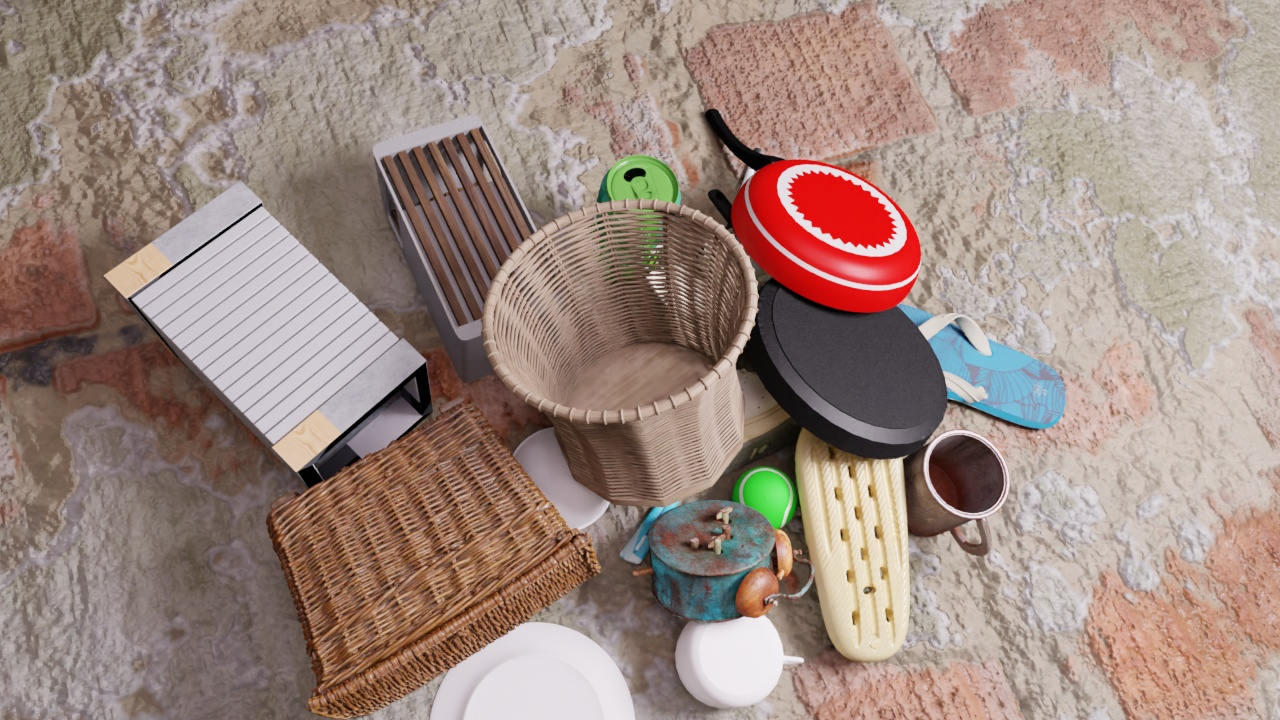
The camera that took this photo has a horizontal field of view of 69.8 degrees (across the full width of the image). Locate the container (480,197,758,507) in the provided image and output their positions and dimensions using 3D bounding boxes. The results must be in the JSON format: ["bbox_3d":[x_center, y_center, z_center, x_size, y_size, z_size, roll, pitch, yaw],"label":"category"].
[{"bbox_3d":[-0.004,0.004,0.821,0.227,0.196,0.226,-5,55,7],"label":"container"}]

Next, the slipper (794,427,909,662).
[{"bbox_3d":[0.206,0.166,0.922,0.111,0.079,0.261,-2,81,-15],"label":"slipper"}]

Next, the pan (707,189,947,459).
[{"bbox_3d":[0.175,-0.056,0.942,0.224,0.034,0.356,-16,63,-37],"label":"pan"}]

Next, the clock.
[{"bbox_3d":[0.082,0.184,0.853,0.158,0.073,0.121,7,25,24],"label":"clock"}]

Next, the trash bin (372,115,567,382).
[{"bbox_3d":[-0.176,-0.114,0.945,0.114,0.115,0.228,-22,74,-17],"label":"trash bin"}]

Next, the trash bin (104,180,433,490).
[{"bbox_3d":[-0.337,-0.011,0.862,0.247,0.143,0.142,43,68,8],"label":"trash bin"}]

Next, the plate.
[{"bbox_3d":[-0.097,0.336,0.836,0.188,0.016,0.188,3,68,-8],"label":"plate"}]

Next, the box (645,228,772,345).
[{"bbox_3d":[0.111,-0.073,0.989,0.185,0.066,0.145,-24,74,-47],"label":"box"}]

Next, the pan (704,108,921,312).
[{"bbox_3d":[0.168,-0.190,1.009,0.208,0.067,0.356,-9,53,-30],"label":"pan"}]

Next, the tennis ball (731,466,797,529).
[{"bbox_3d":[0.125,0.140,0.924,0.065,0.065,0.065,3,68,-9],"label":"tennis ball"}]

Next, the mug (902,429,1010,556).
[{"bbox_3d":[0.315,0.142,0.934,0.096,0.110,0.123,-16,73,-10],"label":"mug"}]

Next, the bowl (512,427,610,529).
[{"bbox_3d":[-0.077,0.112,0.913,0.110,0.041,0.109,3,68,-8],"label":"bowl"}]

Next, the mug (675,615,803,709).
[{"bbox_3d":[0.093,0.279,0.863,0.115,0.068,0.094,7,68,-7],"label":"mug"}]

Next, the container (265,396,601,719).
[{"bbox_3d":[-0.188,0.165,0.802,0.249,0.162,0.183,-30,72,-11],"label":"container"}]

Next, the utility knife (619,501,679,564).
[{"bbox_3d":[0.018,0.155,0.928,0.022,0.016,0.117,33,65,5],"label":"utility knife"}]

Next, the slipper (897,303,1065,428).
[{"bbox_3d":[0.345,-0.003,1.022,0.295,0.060,0.118,17,64,-3],"label":"slipper"}]

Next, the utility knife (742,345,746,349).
[{"bbox_3d":[0.123,-0.028,1.016,0.195,0.015,0.031,-22,77,-20],"label":"utility knife"}]

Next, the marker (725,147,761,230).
[{"bbox_3d":[0.118,-0.191,1.081,0.011,0.011,0.151,20,67,-1],"label":"marker"}]

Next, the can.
[{"bbox_3d":[-0.009,-0.146,0.969,0.083,0.144,0.083,3,68,-9],"label":"can"}]

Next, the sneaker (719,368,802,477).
[{"bbox_3d":[0.113,0.043,0.957,0.241,0.089,0.102,-25,62,-17],"label":"sneaker"}]
